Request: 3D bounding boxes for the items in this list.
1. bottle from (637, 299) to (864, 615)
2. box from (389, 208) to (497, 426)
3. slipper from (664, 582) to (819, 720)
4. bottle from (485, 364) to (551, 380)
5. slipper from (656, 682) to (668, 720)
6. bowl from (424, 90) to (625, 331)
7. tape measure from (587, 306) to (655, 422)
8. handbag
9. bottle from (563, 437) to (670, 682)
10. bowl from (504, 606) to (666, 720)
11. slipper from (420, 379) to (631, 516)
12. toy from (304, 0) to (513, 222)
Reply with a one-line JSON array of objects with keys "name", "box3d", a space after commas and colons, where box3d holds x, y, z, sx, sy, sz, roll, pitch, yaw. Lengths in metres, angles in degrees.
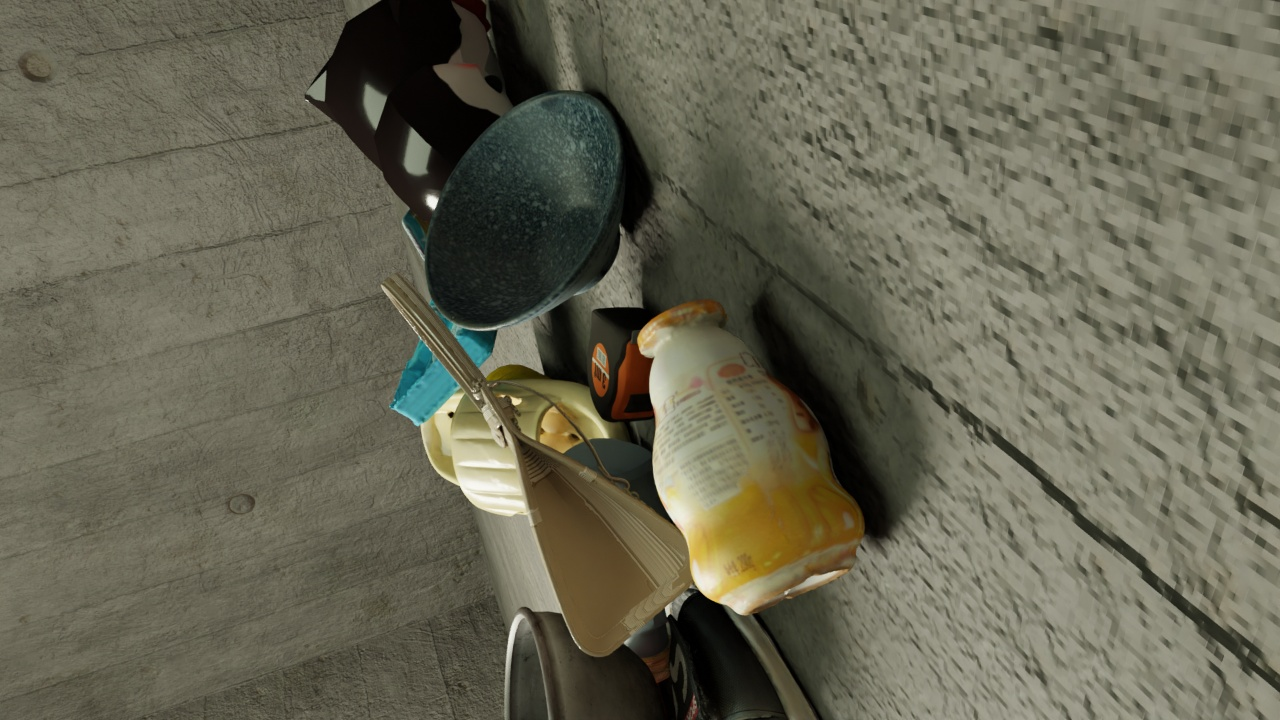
[{"name": "bottle", "box3d": [0.033, 0.032, 0.329, 0.063, 0.063, 0.109, 107, 142, -64]}, {"name": "box", "box3d": [-0.148, -0.065, 0.762, 0.227, 0.085, 0.170, -98, 18, -65]}, {"name": "slipper", "box3d": [0.054, 0.202, 0.442, 0.263, 0.063, 0.111, -129, 27, -50]}, {"name": "bottle", "box3d": [-0.099, 0.045, 0.808, 0.164, 0.071, 0.071, -164, 59, -73]}, {"name": "slipper", "box3d": [-0.017, 0.268, 0.661, 0.249, 0.059, 0.103, 64, -173, -65]}, {"name": "bowl", "box3d": [-0.048, -0.070, 0.492, 0.057, 0.137, 0.137, 30, -156, -47]}, {"name": "tape measure", "box3d": [-0.003, 0.003, 0.489, 0.058, 0.038, 0.059, -137, 47, -62]}, {"name": "handbag", "box3d": [-0.066, 0.039, 0.458, 0.198, 0.062, 0.176, 52, 169, 2]}, {"name": "bottle", "box3d": [-0.007, 0.134, 0.596, 0.072, 0.046, 0.161, 11, 119, 49]}, {"name": "bowl", "box3d": [-0.028, 0.204, 0.489, 0.145, 0.067, 0.145, 179, 91, -73]}, {"name": "slipper", "box3d": [-0.111, 0.073, 0.694, 0.262, 0.079, 0.111, 4, 108, 48]}, {"name": "toy", "box3d": [-0.143, -0.157, 0.614, 0.184, 0.140, 0.159, -122, 21, -44]}]
